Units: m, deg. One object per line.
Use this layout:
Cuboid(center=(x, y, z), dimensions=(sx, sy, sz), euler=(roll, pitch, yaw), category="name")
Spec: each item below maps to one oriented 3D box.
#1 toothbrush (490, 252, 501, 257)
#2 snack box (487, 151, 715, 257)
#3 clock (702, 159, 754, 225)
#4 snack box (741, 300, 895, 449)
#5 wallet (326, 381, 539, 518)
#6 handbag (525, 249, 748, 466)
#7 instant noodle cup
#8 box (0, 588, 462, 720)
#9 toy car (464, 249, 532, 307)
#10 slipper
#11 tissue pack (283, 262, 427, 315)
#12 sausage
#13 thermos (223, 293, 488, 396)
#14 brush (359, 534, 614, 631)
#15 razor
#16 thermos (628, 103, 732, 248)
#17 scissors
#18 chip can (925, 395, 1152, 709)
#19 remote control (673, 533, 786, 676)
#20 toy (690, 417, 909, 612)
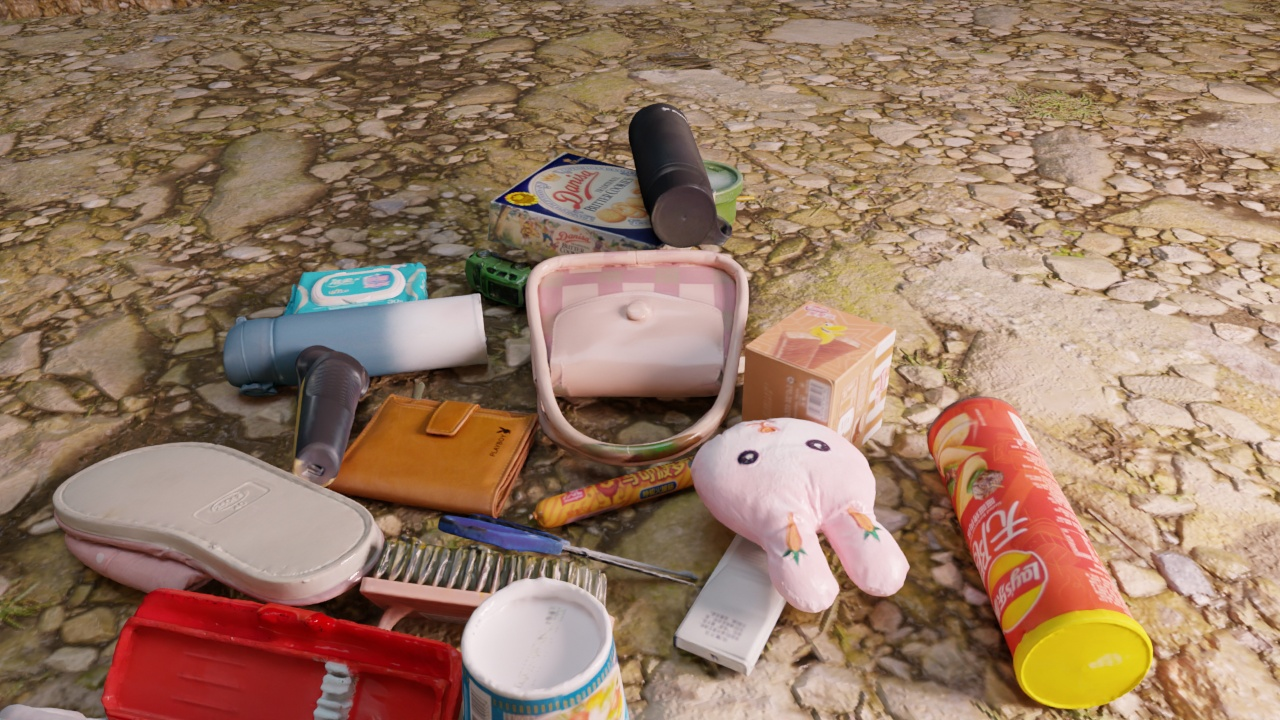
Cuboid(center=(-0.116, -0.078, 0.945), dimensions=(0.016, 0.014, 0.189), euler=(-10, 31, -37), category="toothbrush")
Cuboid(center=(-0.035, -0.149, 0.935), dimensions=(0.182, 0.046, 0.177), euler=(17, 32, 13), category="snack box")
Cuboid(center=(0.050, -0.184, 1.067), dimensions=(0.116, 0.056, 0.160), euler=(23, 39, 34), category="clock")
Cuboid(center=(0.135, 0.021, 0.703), dimensions=(0.077, 0.093, 0.094), euler=(23, 40, 33), category="snack box")
Cuboid(center=(-0.152, 0.067, 0.700), dimensions=(0.131, 0.035, 0.118), euler=(6, 39, 12), category="wallet")
Cuboid(center=(-0.004, 0.004, 0.758), dimensions=(0.193, 0.093, 0.233), euler=(-1, 39, 2), category="handbag")
Cuboid(center=(-0.048, 0.171, 0.454), dimensions=(0.099, 0.110, 0.099), euler=(-1, 33, 1), category="instant noodle cup")
Cuboid(center=(-0.199, 0.169, 0.466), dimensions=(0.201, 0.100, 0.095), euler=(7, 67, 11), category="box")
Cuboid(center=(-0.141, -0.081, 0.920), dimensions=(0.091, 0.043, 0.036), euler=(21, 39, 32), category="toy car")
Cuboid(center=(-0.280, 0.112, 0.605), dimensions=(0.275, 0.054, 0.113), euler=(8, 29, 27), category="slipper")
Cuboid(center=(-0.268, -0.051, 0.869), dimensions=(0.133, 0.050, 0.093), euler=(-8, 34, -10), category="tissue pack")
Cuboid(center=(-0.003, 0.092, 0.662), dimensions=(0.165, 0.021, 0.021), euler=(-14, 34, -20), category="sausage")
Cuboid(center=(-0.245, -0.014, 0.801), dimensions=(0.220, 0.070, 0.070), euler=(-8, 33, -9), category="thermos")
Cuboid(center=(-0.088, 0.150, 0.542), dimensions=(0.146, 0.063, 0.073), euler=(6, 62, 7), category="brush")
Cuboid(center=(-0.241, 0.044, 0.698), dimensions=(0.062, 0.068, 0.167), euler=(31, 15, -25), category="razor")
Cuboid(center=(0.037, -0.179, 0.905), dimensions=(0.090, 0.069, 0.242), euler=(34, 23, -24), category="thermos")
Cuboid(center=(-0.052, 0.119, 0.582), dimensions=(0.163, 0.012, 0.162), euler=(6, -10, 45), category="scissors")
Cuboid(center=(0.242, 0.108, 0.582), dimensions=(0.073, 0.073, 0.216), euler=(0, 33, 2), category="chip can")
Cuboid(center=(0.068, 0.142, 0.578), dimensions=(0.049, 0.024, 0.124), euler=(14, 36, 23), category="remote control")
Cuboid(center=(0.103, 0.091, 0.590), dimensions=(0.121, 0.054, 0.159), euler=(-9, 37, -18), category="toy")
